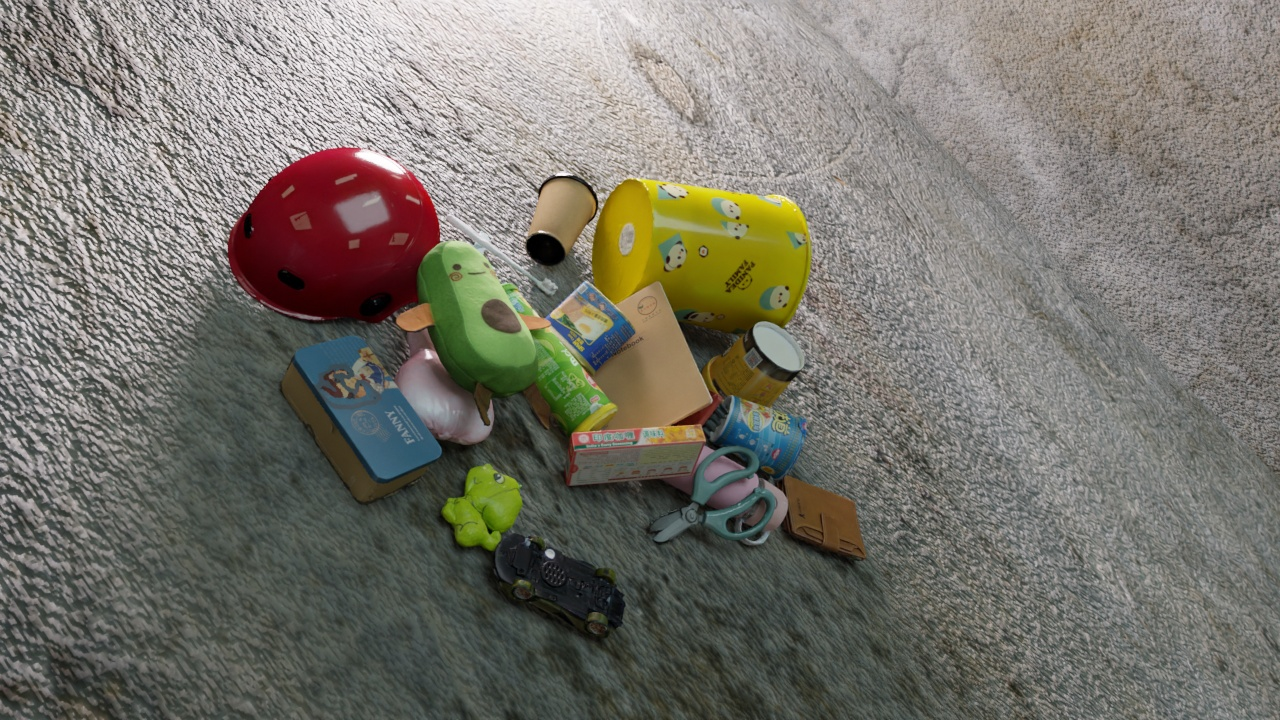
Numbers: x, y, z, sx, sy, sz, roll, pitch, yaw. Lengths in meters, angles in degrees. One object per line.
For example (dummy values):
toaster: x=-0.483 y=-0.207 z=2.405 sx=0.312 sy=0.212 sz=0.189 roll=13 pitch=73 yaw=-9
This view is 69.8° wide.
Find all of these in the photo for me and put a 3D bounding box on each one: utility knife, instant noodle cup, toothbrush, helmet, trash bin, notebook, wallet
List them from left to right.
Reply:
helmet: x=-0.337 y=-0.157 z=1.054 sx=0.207 sy=0.144 sz=0.239 roll=50 pitch=39 yaw=9
utility knife: x=-0.230 y=-0.110 z=1.201 sx=0.034 sy=0.018 sz=0.217 roll=28 pitch=37 yaw=-15
toothbrush: x=-0.189 y=-0.146 z=1.259 sx=0.180 sy=0.016 sz=0.016 roll=36 pitch=29 yaw=-16
notebook: x=-0.007 y=0.007 z=1.176 sx=0.008 sy=0.148 sz=0.207 roll=47 pitch=17 yaw=-53
trash bin: x=0.081 y=-0.156 z=1.361 sx=0.255 sy=0.230 sz=0.229 roll=7 pitch=48 yaw=-29
instant noodle cup: x=0.158 y=0.100 z=1.269 sx=0.110 sy=0.099 sz=0.099 roll=25 pitch=39 yaw=-8
instant noodle cup: x=0.168 y=0.014 z=1.341 sx=0.118 sy=0.115 sz=0.118 roll=23 pitch=41 yaw=-21
wallet: x=0.250 y=0.224 z=1.271 sx=0.130 sy=0.035 sz=0.118 roll=23 pitch=34 yaw=-21

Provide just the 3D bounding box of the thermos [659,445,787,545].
thermos: x=0.092 y=0.162 z=1.172 sx=0.198 sy=0.067 sz=0.087 roll=31 pitch=69 yaw=-15

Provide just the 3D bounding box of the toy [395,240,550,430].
toy: x=-0.179 y=-0.034 z=1.023 sx=0.226 sy=0.090 sz=0.246 roll=0 pitch=57 yaw=-57

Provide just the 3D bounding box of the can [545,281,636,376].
can: x=-0.067 y=-0.043 z=1.192 sx=0.102 sy=0.083 sz=0.057 roll=44 pitch=-5 yaw=33

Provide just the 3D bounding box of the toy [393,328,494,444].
toy: x=-0.221 y=0.025 z=1.038 sx=0.121 sy=0.054 sz=0.159 roll=23 pitch=40 yaw=-34

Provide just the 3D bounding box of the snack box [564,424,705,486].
snack box: x=-0.007 y=0.111 z=1.073 sx=0.155 sy=0.077 sz=0.027 roll=-3 pitch=52 yaw=-15

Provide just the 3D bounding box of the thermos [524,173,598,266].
thermos: x=-0.118 y=-0.205 z=1.342 sx=0.093 sy=0.093 sz=0.142 roll=30 pitch=46 yaw=-14

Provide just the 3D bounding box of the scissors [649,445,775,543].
scissors: x=0.080 y=0.165 z=1.124 sx=0.179 sy=0.019 sz=0.143 roll=-12 pitch=89 yaw=-19

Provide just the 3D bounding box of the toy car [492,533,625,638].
toy car: x=-0.085 y=0.233 z=0.954 sx=0.158 sy=0.042 sz=0.070 roll=31 pitch=38 yaw=-14

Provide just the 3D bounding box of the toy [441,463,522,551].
toy: x=-0.164 y=0.156 z=0.974 sx=0.100 sy=0.031 sz=0.096 roll=-14 pitch=62 yaw=-43

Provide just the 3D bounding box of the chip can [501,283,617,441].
chip can: x=-0.122 y=0.002 z=1.134 sx=0.221 sy=0.073 sz=0.072 roll=50 pitch=38 yaw=11

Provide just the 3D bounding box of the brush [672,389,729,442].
brush: x=0.049 y=0.051 z=1.198 sx=0.069 sy=0.063 sz=0.146 roll=42 pitch=-7 yaw=-28

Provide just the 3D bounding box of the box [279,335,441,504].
box: x=-0.284 y=0.064 z=0.939 sx=0.184 sy=0.061 sz=0.089 roll=48 pitch=38 yaw=13
